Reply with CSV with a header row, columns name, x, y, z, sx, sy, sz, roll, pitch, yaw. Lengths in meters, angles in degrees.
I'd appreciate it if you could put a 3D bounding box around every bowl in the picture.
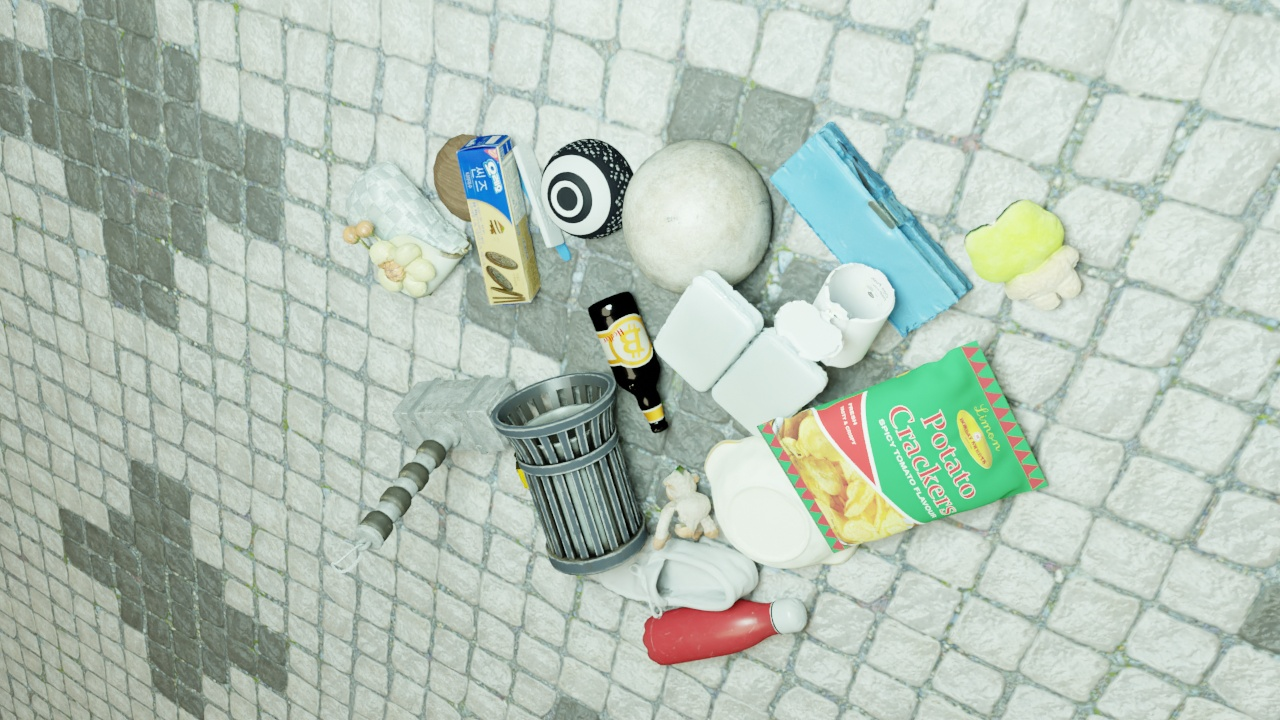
name,x,y,z,sx,sy,sz,roll,pitch,yaw
bowl,-0.226,-0.232,1.189,0.118,0.030,0.118,11,116,24
bowl,0.166,0.189,1.144,0.219,0.060,0.189,35,123,12
bowl,-0.072,-0.200,1.098,0.120,0.066,0.120,11,116,24
bowl,0.052,-0.157,1.022,0.179,0.081,0.178,4,102,19

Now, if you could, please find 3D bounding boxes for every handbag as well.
name,x,y,z,sx,sy,sz,roll,pitch,yaw
handbag,-0.325,-0.169,1.214,0.171,0.123,0.113,47,131,-4

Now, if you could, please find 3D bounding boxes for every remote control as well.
name,x,y,z,sx,sy,sz,roll,pitch,yaw
remote control,-0.127,-0.204,1.141,0.012,0.033,0.131,-13,101,30

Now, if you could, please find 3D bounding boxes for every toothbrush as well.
name,x,y,z,sx,sy,sz,roll,pitch,yaw
toothbrush,-0.135,-0.199,1.164,0.016,0.014,0.166,-25,99,34

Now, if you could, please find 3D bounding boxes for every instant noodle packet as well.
name,x,y,z,sx,sy,sz,roll,pitch,yaw
instant noodle packet,0.286,0.105,1.014,0.253,0.090,0.195,-24,110,24

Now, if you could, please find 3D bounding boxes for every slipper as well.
name,x,y,z,sx,sy,sz,roll,pitch,yaw
slipper,0.040,0.298,1.250,0.247,0.074,0.112,-5,93,39

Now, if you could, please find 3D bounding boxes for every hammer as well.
name,x,y,z,sx,sy,sz,roll,pitch,yaw
hammer,-0.295,0.148,1.217,0.177,0.325,0.079,-3,127,29

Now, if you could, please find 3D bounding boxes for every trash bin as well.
name,x,y,z,sx,sy,sz,roll,pitch,yaw
trash bin,-0.083,0.152,1.206,0.164,0.163,0.227,-4,113,29

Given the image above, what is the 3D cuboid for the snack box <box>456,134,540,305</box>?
name,x,y,z,sx,sy,sz,roll,pitch,yaw
snack box,-0.177,-0.174,1.152,0.057,0.056,0.207,-3,117,12

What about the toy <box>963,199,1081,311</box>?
name,x,y,z,sx,sy,sz,roll,pitch,yaw
toy,0.384,-0.100,0.910,0.115,0.046,0.092,47,126,-5

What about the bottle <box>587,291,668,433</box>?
name,x,y,z,sx,sy,sz,roll,pitch,yaw
bottle,-0.007,0.007,1.157,0.059,0.059,0.182,-14,104,32

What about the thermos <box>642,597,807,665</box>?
name,x,y,z,sx,sy,sz,roll,pitch,yaw
thermos,0.114,0.360,1.238,0.241,0.073,0.073,-22,100,33

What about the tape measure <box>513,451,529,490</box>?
name,x,y,z,sx,sy,sz,roll,pitch,yaw
tape measure,-0.146,0.157,1.311,0.066,0.037,0.064,-3,109,29

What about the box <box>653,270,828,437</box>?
name,x,y,z,sx,sy,sz,roll,pitch,yaw
box,0.108,0.002,1.060,0.189,0.037,0.209,46,155,5

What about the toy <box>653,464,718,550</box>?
name,x,y,z,sx,sy,sz,roll,pitch,yaw
toy,0.052,0.189,1.199,0.074,0.085,0.106,-19,80,63

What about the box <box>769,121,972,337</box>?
name,x,y,z,sx,sy,sz,roll,pitch,yaw
box,0.238,-0.134,0.969,0.231,0.052,0.093,50,126,0

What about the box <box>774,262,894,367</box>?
name,x,y,z,sx,sy,sz,roll,pitch,yaw
box,0.191,-0.028,0.961,0.080,0.150,0.106,51,155,20
